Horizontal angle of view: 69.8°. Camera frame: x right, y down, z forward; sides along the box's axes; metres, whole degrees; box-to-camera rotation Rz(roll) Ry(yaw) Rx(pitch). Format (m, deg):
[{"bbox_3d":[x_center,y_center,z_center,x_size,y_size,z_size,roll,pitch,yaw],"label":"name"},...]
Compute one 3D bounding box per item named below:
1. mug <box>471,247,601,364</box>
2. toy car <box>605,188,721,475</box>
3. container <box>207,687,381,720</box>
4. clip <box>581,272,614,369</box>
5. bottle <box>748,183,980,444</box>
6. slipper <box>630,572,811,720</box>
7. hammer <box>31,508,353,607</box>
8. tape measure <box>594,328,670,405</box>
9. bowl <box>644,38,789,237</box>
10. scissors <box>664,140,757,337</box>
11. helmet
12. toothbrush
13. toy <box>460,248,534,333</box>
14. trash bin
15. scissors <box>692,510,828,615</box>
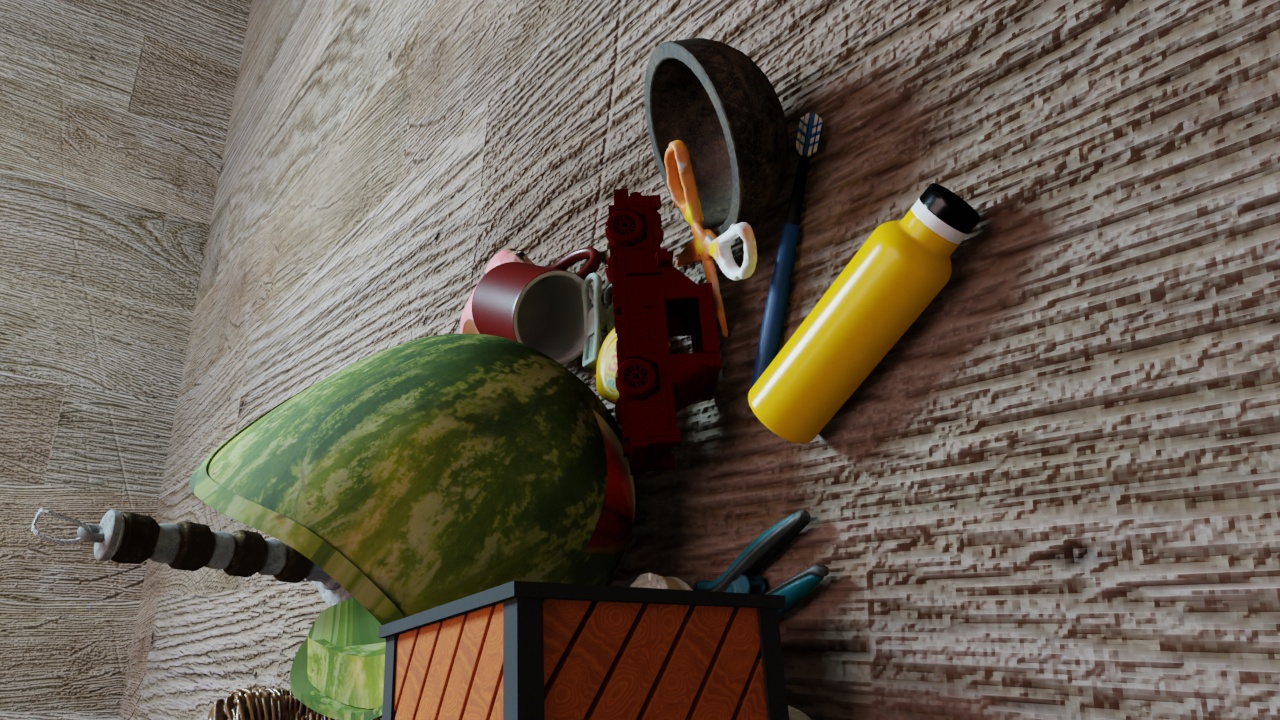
[{"bbox_3d":[-0.074,-0.051,0.729,0.105,0.073,0.083,-51,31,-14],"label":"mug"},{"bbox_3d":[0.012,-0.020,0.567,0.070,0.062,0.169,95,172,-67],"label":"toy car"},{"bbox_3d":[-0.295,0.391,0.778,0.251,0.183,0.162,-55,37,29],"label":"container"},{"bbox_3d":[-0.028,-0.029,0.681,0.023,0.044,0.076,-29,54,46],"label":"clip"},{"bbox_3d":[0.111,-0.022,0.461,0.144,0.043,0.043,-56,39,28],"label":"bottle"},{"bbox_3d":[0.053,0.217,0.454,0.115,0.052,0.263,-63,36,23],"label":"slipper"},{"bbox_3d":[-0.330,0.167,0.784,0.177,0.326,0.079,30,97,49],"label":"hammer"},{"bbox_3d":[-0.004,0.004,0.631,0.068,0.030,0.059,22,97,54],"label":"tape measure"},{"bbox_3d":[0.054,-0.138,0.556,0.121,0.056,0.121,58,161,33],"label":"bowl"},{"bbox_3d":[0.041,-0.071,0.555,0.131,0.011,0.125,-149,41,-67],"label":"scissors"},{"bbox_3d":[-0.122,0.092,0.594,0.244,0.246,0.213,0,117,32],"label":"helmet"},{"bbox_3d":[0.085,-0.062,0.538,0.014,0.014,0.167,27,-106,-79],"label":"toothbrush"},{"bbox_3d":[-0.121,-0.046,0.802,0.090,0.051,0.110,40,110,52],"label":"toy"},{"bbox_3d":[-0.026,0.198,0.403,0.140,0.139,0.171,-30,55,48],"label":"trash bin"},{"bbox_3d":[0.052,0.131,0.516,0.133,0.019,0.146,9,87,59],"label":"scissors"}]
